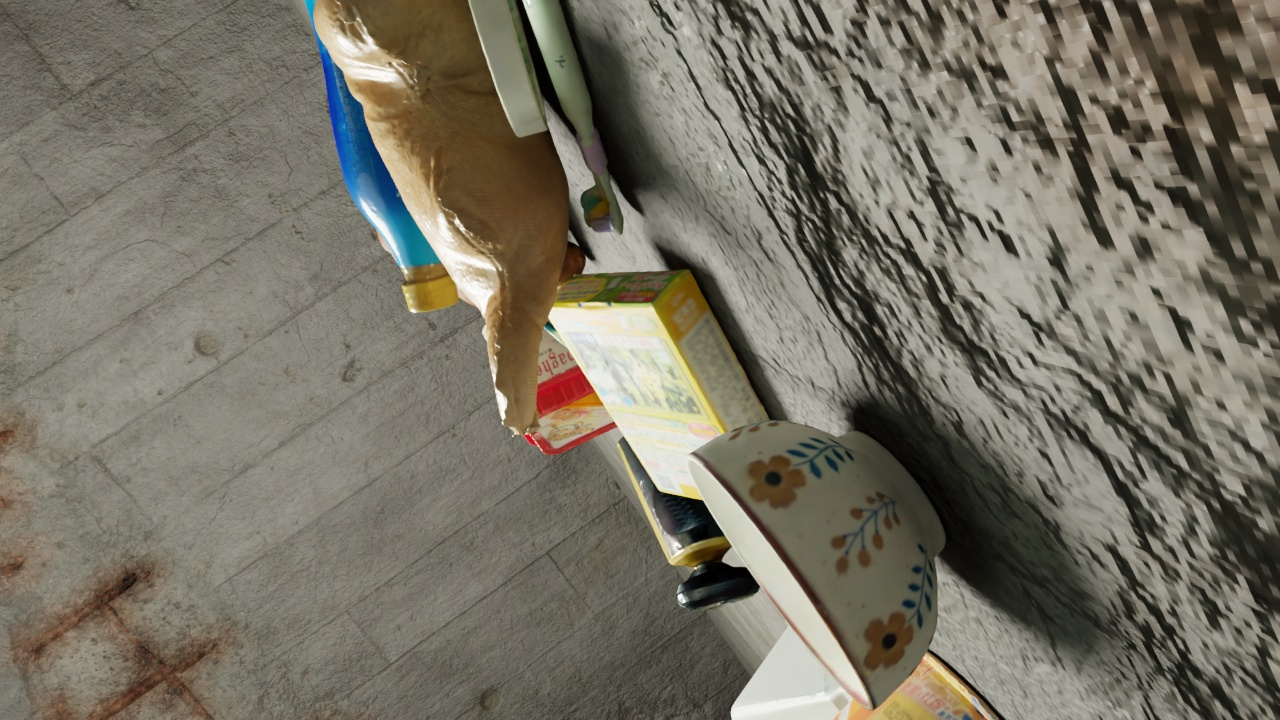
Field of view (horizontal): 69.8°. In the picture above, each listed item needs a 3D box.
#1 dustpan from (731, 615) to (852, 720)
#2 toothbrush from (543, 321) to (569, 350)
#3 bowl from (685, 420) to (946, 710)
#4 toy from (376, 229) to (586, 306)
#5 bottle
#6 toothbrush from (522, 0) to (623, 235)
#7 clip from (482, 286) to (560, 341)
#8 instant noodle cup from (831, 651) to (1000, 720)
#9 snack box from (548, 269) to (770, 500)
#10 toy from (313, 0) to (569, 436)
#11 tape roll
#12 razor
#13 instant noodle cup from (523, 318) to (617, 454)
[{"bbox_3d":[0.190,0.287,0.710,0.222,0.142,0.258,52,147,-2],"label":"dustpan"},{"bbox_3d":[-0.049,-0.011,0.764,0.191,0.016,0.018,36,-150,-3],"label":"toothbrush"},{"bbox_3d":[0.074,0.066,0.349,0.113,0.062,0.113,54,171,12],"label":"bowl"},{"bbox_3d":[-0.134,-0.108,0.691,0.200,0.130,0.140,9,136,50],"label":"toy"},{"bbox_3d":[-0.137,-0.135,0.503,0.065,0.065,0.219,-146,43,-70],"label":"bottle"},{"bbox_3d":[-0.032,-0.115,0.377,0.029,0.020,0.190,41,165,27],"label":"toothbrush"},{"bbox_3d":[-0.099,-0.056,0.795,0.034,0.071,0.100,52,128,27],"label":"clip"},{"bbox_3d":[0.146,0.243,0.480,0.151,0.111,0.151,54,173,9],"label":"instant noodle cup"},{"bbox_3d":[0.017,0.017,0.479,0.087,0.033,0.140,3,134,48],"label":"snack box"},{"bbox_3d":[-0.074,-0.080,0.431,0.226,0.083,0.143,67,-162,-4],"label":"toy"},{"bbox_3d":[-0.054,-0.130,0.354,0.086,0.014,0.086,2,-107,-90],"label":"tape roll"},{"bbox_3d":[0.025,0.112,0.664,0.167,0.062,0.068,-122,32,-43],"label":"razor"},{"bbox_3d":[-0.077,0.006,0.873,0.117,0.116,0.124,69,175,-64],"label":"instant noodle cup"}]
